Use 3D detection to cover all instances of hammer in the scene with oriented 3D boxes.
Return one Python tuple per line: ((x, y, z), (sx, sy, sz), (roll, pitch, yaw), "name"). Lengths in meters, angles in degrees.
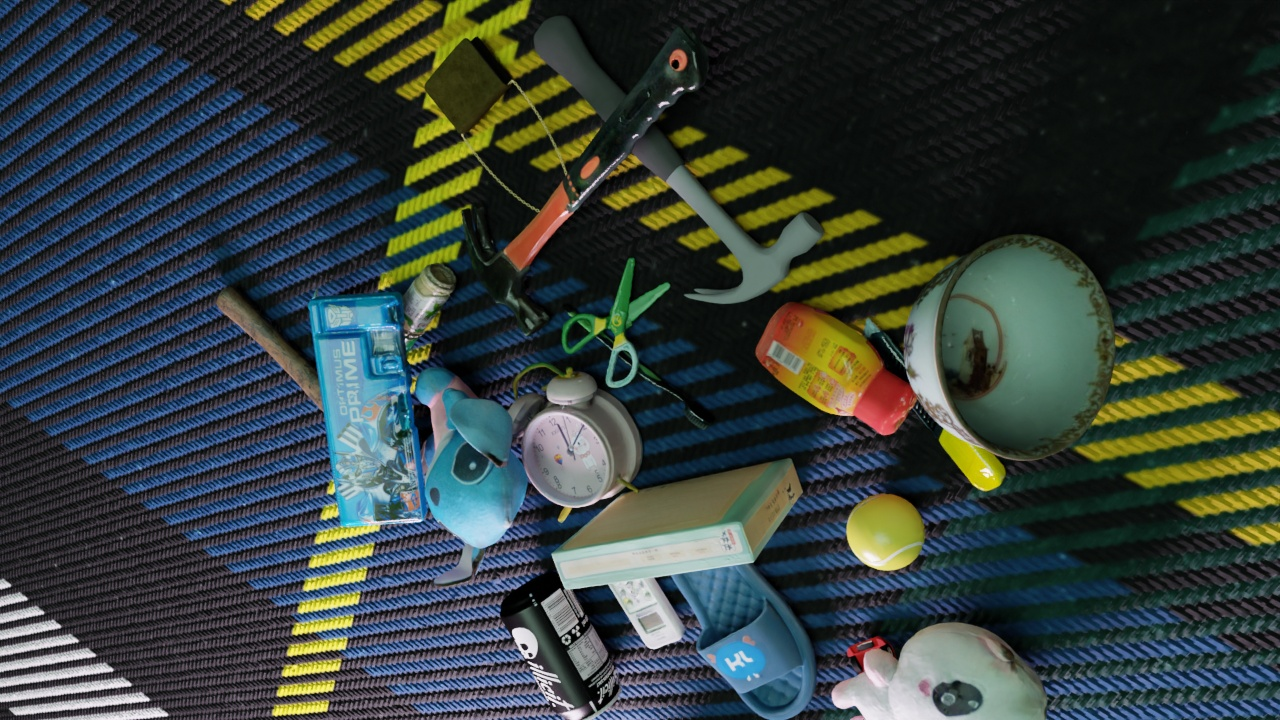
((-0.052, -0.160, 0.816), (0.133, 0.033, 0.334), (52, 129, 3), "hammer")
((0.013, -0.178, 0.805), (0.311, 0.029, 0.125), (48, 120, 5), "hammer")
((-0.371, 0.026, 1.067), (0.330, 0.033, 0.120), (43, 116, 8), "hammer")

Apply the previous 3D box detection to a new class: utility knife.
((0.241, 0.036, 0.766), (0.174, 0.020, 0.029), (51, 135, 3), "utility knife")

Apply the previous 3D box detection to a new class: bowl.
((0.259, -0.009, 0.689), (0.160, 0.159, 0.094), (69, 162, -7), "bowl")

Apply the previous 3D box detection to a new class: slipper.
((0.096, 0.255, 0.891), (0.104, 0.059, 0.213), (-30, 90, 29), "slipper")

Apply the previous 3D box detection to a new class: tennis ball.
((0.212, 0.148, 0.792), (0.065, 0.065, 0.065), (8, 110, 24), "tennis ball")

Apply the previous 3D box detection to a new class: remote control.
((-0.004, 0.235, 0.954), (0.050, 0.022, 0.133), (-31, 92, 30), "remote control")

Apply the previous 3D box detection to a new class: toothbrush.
((-0.005, 0.005, 0.884), (0.188, 0.014, 0.017), (39, 136, 12), "toothbrush")

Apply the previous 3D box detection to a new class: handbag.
((-0.124, -0.213, 0.870), (0.084, 0.027, 0.178), (-36, 94, 33), "handbag")

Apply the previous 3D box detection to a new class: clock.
((-0.071, 0.073, 0.912), (0.117, 0.058, 0.158), (-26, 93, 30), "clock")

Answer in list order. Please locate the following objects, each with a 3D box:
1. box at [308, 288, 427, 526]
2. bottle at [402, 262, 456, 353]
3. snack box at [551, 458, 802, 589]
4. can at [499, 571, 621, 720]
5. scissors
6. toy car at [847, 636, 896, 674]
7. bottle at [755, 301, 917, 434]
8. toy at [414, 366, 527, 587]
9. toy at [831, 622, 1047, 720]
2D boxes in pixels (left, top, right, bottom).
((-0.293, 0.044, 0.983), (0.114, 0.113, 0.243), (-4, 104, -1), "box")
((-0.234, -0.055, 0.963), (0.042, 0.042, 0.110), (47, 119, 5), "bottle")
((0.035, 0.147, 0.836), (0.194, 0.141, 0.044), (-16, 98, 30), "snack box")
((-0.085, 0.307, 0.985), (0.080, 0.080, 0.146), (-27, 93, 31), "can")
((-0.015, -0.031, 0.868), (0.131, 0.012, 0.112), (-33, 85, 22), "scissors")
((0.231, 0.300, 0.857), (0.038, 0.025, 0.089), (-29, 90, 26), "toy car")
((0.165, 0.008, 0.769), (0.134, 0.048, 0.072), (36, 123, 21), "bottle")
((-0.180, 0.113, 0.932), (0.191, 0.098, 0.224), (51, 138, 47), "toy")
((0.256, 0.293, 0.793), (0.180, 0.101, 0.139), (-21, 103, 25), "toy")
